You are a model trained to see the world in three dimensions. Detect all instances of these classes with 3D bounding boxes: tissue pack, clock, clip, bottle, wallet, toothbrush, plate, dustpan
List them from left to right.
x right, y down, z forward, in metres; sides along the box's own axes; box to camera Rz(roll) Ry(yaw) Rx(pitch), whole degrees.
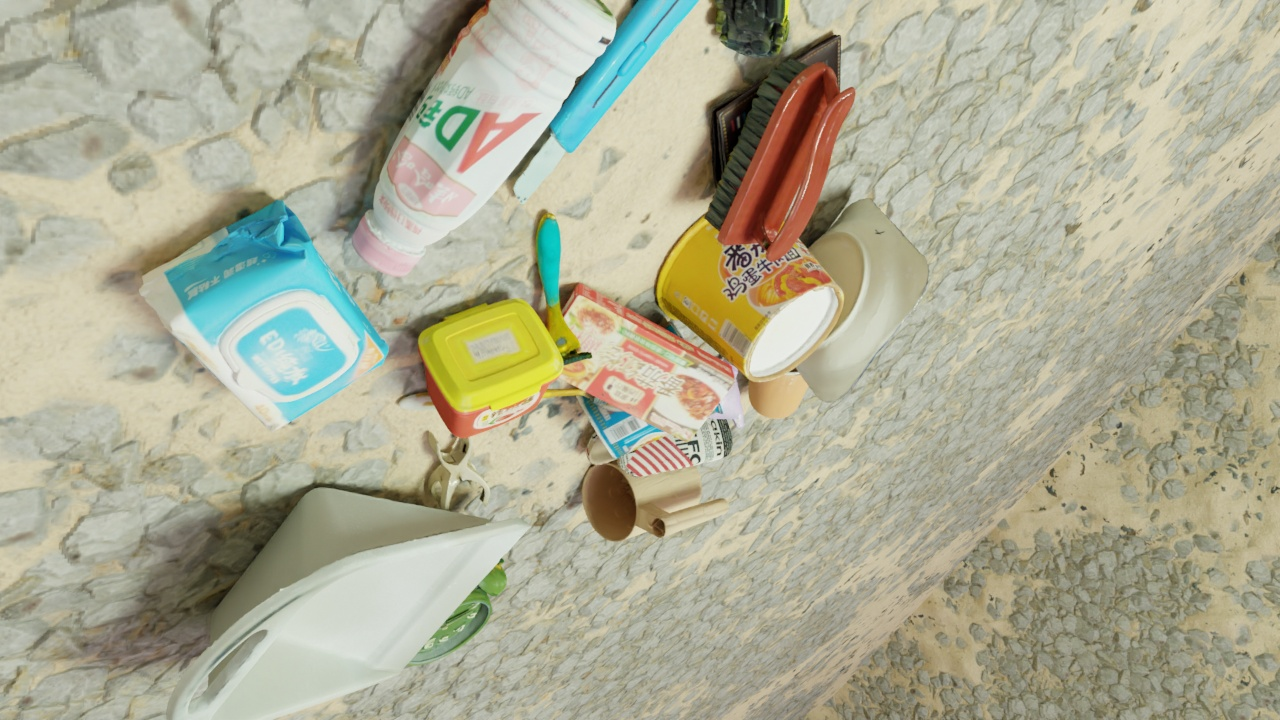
[{"bbox_3d":[-0.212,-0.022,0.536,0.090,0.063,0.140,-33,150,-11],"label":"tissue pack"},{"bbox_3d":[-0.232,0.218,0.730,0.257,0.142,0.223,29,110,-38],"label":"dustpan"},{"bbox_3d":[-0.198,0.240,0.916,0.116,0.056,0.162,-2,133,-48],"label":"clock"},{"bbox_3d":[-0.148,0.090,0.795,0.082,0.035,0.105,-11,132,-36],"label":"clip"},{"bbox_3d":[-0.096,-0.131,0.519,0.197,0.068,0.068,-49,149,21],"label":"bottle"},{"bbox_3d":[-0.101,0.032,0.746,0.191,0.018,0.016,-2,128,-30],"label":"toothbrush"},{"bbox_3d":[0.108,-0.188,0.717,0.122,0.020,0.096,-34,150,-14],"label":"wallet"},{"bbox_3d":[0.179,-0.061,0.846,0.034,0.164,0.164,17,119,-27],"label":"plate"}]

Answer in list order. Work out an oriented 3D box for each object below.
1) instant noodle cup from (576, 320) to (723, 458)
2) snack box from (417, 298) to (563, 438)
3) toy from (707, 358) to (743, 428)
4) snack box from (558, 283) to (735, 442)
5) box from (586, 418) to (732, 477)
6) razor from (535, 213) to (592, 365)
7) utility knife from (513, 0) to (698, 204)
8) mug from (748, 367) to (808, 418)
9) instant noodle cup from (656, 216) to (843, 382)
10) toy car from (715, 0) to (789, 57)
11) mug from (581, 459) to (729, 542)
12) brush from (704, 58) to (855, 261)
[{"bbox_3d":[0.005,0.034,0.834,0.110,0.099,0.099,-30,150,-2],"label":"instant noodle cup"},{"bbox_3d":[-0.114,0.008,0.680,0.091,0.082,0.080,-23,160,-26],"label":"snack box"},{"bbox_3d":[0.062,0.029,0.920,0.107,0.084,0.039,-1,173,-36],"label":"toy"},{"bbox_3d":[-0.004,0.004,0.755,0.153,0.025,0.075,28,115,-17],"label":"snack box"},{"bbox_3d":[0.016,0.080,0.942,0.162,0.076,0.088,-9,172,-42],"label":"box"},{"bbox_3d":[-0.064,-0.052,0.686,0.043,0.028,0.133,-15,127,-15],"label":"razor"},{"bbox_3d":[-0.023,-0.176,0.586,0.192,0.018,0.034,-48,145,18],"label":"utility knife"},{"bbox_3d":[0.150,0.010,0.982,0.078,0.078,0.123,-31,155,-16],"label":"mug"},{"bbox_3d":[0.100,-0.056,0.795,0.137,0.110,0.138,-29,148,-20],"label":"instant noodle cup"},{"bbox_3d":[0.073,-0.241,0.582,0.105,0.048,0.032,82,30,-55],"label":"toy car"},{"bbox_3d":[0.017,0.145,0.966,0.103,0.125,0.084,-9,110,-44],"label":"mug"},{"bbox_3d":[0.108,-0.148,0.680,0.063,0.069,0.146,-11,134,-42],"label":"brush"}]
